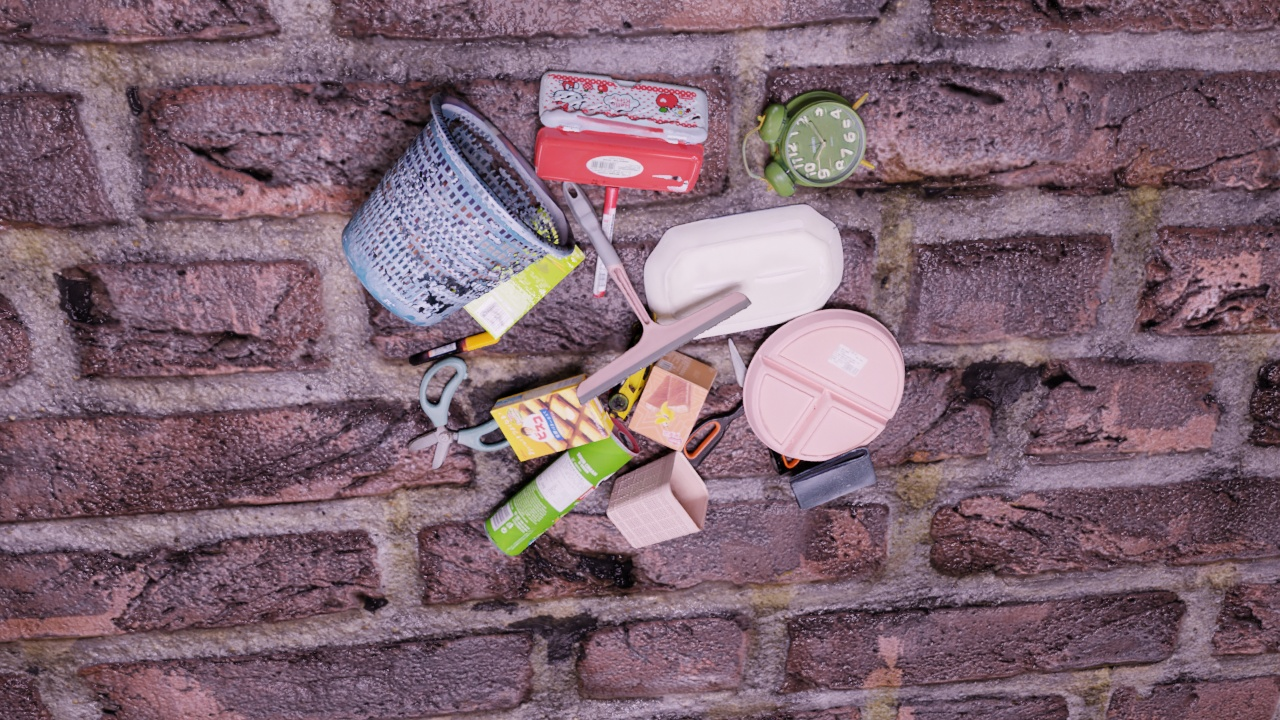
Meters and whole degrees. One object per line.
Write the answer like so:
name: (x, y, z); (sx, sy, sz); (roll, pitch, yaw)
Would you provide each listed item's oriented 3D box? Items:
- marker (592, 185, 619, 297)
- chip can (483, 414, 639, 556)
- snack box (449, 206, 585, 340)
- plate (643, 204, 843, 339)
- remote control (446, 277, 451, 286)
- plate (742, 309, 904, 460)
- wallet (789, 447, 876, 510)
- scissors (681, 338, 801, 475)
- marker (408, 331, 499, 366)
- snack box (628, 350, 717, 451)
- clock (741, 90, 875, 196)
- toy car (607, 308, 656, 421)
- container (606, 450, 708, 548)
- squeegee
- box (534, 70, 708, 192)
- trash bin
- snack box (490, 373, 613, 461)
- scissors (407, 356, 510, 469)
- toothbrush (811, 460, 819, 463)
marker: (-0.045, -0.150, 1.166); (0.017, 0.017, 0.145); (5, 112, -8)
chip can: (-0.111, 0.174, 1.267); (0.236, 0.072, 0.072); (-41, 111, 12)
snack box: (-0.154, -0.109, 1.148); (0.156, 0.026, 0.086); (-44, 108, -1)
plate: (0.138, -0.109, 1.192); (0.265, 0.034, 0.162); (-9, 114, -2)
remote control: (-0.224, -0.112, 1.160); (0.150, 0.021, 0.058); (28, 99, -17)
plate: (0.254, 0.041, 1.249); (0.229, 0.028, 0.230); (-3, 114, -7)
wallet: (0.277, 0.173, 1.314); (0.121, 0.019, 0.097); (-23, 142, 6)
scissors: (0.150, 0.075, 1.282); (0.221, 0.021, 0.234); (-31, 112, 2)
marker: (-0.244, -0.015, 1.203); (0.124, 0.018, 0.015); (-17, 148, 2)
snack box: (0.044, 0.050, 1.208); (0.077, 0.092, 0.094); (24, 110, 5)
clock: (0.202, -0.264, 1.121); (0.161, 0.056, 0.116); (-13, 113, 0)
toy car: (-0.007, 0.007, 1.207); (0.041, 0.071, 0.156); (18, 109, -12)
container: (0.022, 0.196, 1.271); (0.111, 0.090, 0.090); (-25, 116, 25)
squeegee: (-0.030, -0.114, 1.143); (0.247, 0.040, 0.249); (-30, 94, -1)
box: (-0.024, -0.275, 1.104); (0.201, 0.100, 0.102); (4, 151, -9)
trash bin: (-0.219, -0.153, 1.041); (0.195, 0.226, 0.226); (-37, 112, 15)
snack box: (-0.116, 0.076, 1.206); (0.141, 0.033, 0.087); (-15, 117, 23)
scissors: (-0.247, 0.066, 1.237); (0.170, 0.019, 0.181); (-18, 114, 3)
toothbrush: (0.300, 0.072, 1.298); (0.012, 0.017, 0.186); (33, 104, -15)
